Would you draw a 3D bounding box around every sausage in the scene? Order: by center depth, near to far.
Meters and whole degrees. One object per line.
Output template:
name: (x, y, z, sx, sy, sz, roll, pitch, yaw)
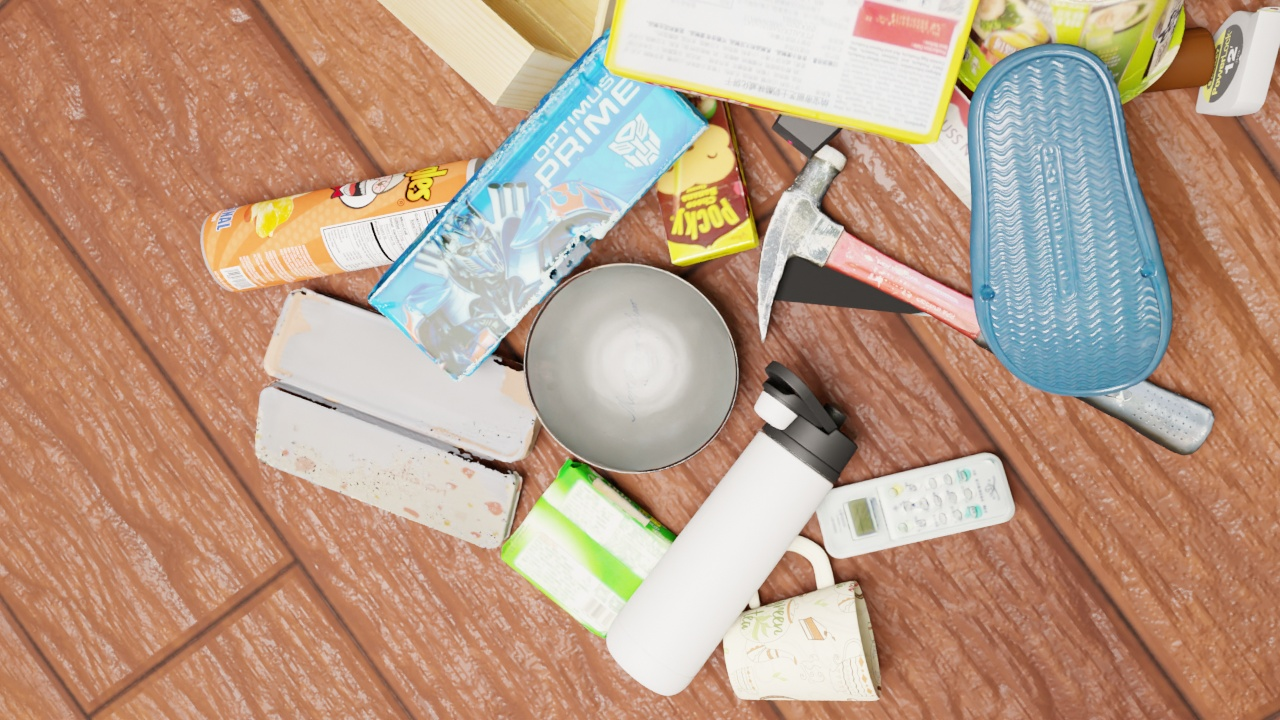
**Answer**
sausage: (0.292, -0.190, 0.604, 0.156, 0.040, 0.040, -4, 95, 9)

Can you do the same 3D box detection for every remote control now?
remote control: (0.133, -0.184, 0.567, 0.039, 0.010, 0.125, 40, 103, 3)
remote control: (0.194, 0.104, 0.657, 0.133, 0.022, 0.050, -15, 83, 10)

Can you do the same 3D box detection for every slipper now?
slipper: (0.243, -0.076, 0.540, 0.104, 0.059, 0.214, -13, 107, 21)

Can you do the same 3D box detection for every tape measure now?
tape measure: (0.376, -0.187, 0.577, 0.017, 0.065, 0.064, 10, 100, 7)

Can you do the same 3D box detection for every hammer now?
hammer: (0.231, -0.017, 0.635, 0.326, 0.036, 0.140, 28, 98, 4)

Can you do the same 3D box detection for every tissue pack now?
tissue pack: (-0.036, 0.141, 0.691, 0.114, 0.034, 0.099, 39, 99, 2)

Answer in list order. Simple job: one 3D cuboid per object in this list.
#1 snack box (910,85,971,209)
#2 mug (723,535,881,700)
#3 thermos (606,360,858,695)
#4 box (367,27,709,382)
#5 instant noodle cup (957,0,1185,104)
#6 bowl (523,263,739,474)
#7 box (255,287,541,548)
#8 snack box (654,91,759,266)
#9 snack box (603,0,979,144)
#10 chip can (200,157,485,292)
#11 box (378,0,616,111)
snack box: (0.190, -0.164, 0.604, 0.044, 0.076, 0.273, -43, 88, 15)
mug: (0.111, 0.187, 0.663, 0.097, 0.081, 0.122, -14, 73, 17)
thermos: (0.057, 0.118, 0.637, 0.101, 0.068, 0.230, 35, 92, -36)
box: (-0.068, -0.096, 0.605, 0.091, 0.066, 0.244, 41, 101, -23)
instant noodle cup: (0.259, -0.230, 0.549, 0.146, 0.098, 0.146, -3, 70, 9)
bowl: (-0.004, 0.004, 0.660, 0.151, 0.056, 0.151, 1, 96, 9)
box: (-0.186, 0.045, 0.703, 0.216, 0.063, 0.157, 20, 109, 6)
snack box: (0.037, -0.145, 0.641, 0.061, 0.025, 0.149, -13, 87, 16)
snack box: (0.086, -0.192, 0.537, 0.200, 0.042, 0.092, 12, 104, 0)
chip can: (-0.211, -0.098, 0.677, 0.210, 0.062, 0.062, -9, 95, 9)
box: (-0.129, -0.288, 0.612, 0.248, 0.140, 0.148, 43, 97, 2)
